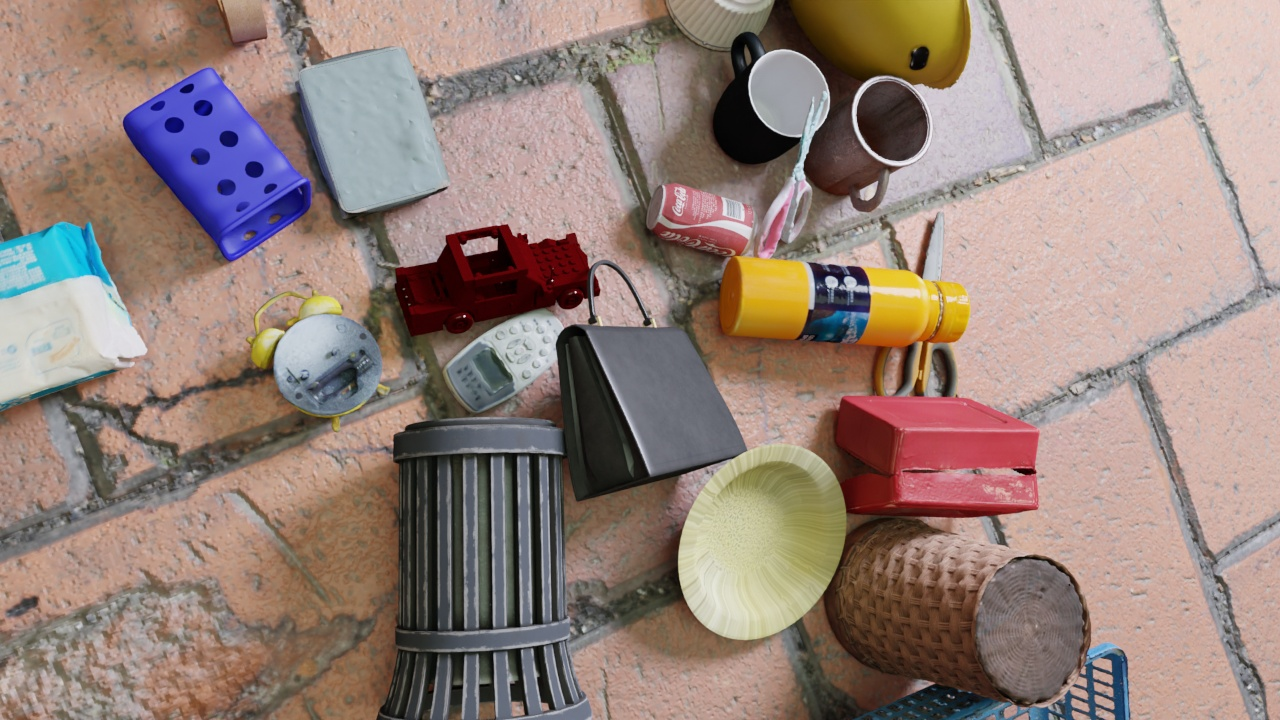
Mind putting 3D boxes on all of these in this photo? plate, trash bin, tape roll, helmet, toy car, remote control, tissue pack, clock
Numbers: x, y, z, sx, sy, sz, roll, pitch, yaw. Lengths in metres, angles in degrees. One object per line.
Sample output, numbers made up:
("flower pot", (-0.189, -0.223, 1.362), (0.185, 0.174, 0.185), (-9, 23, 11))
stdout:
("plate", (0.107, 0.163, 0.850), (0.184, 0.036, 0.184), (-5, 102, -27))
("trash bin", (-0.124, 0.165, 0.723), (0.164, 0.164, 0.227), (1, 80, -19))
("tape roll", (-0.330, -0.306, 0.741), (0.027, 0.094, 0.094), (-19, 90, -20))
("helmet", (0.213, -0.369, 0.885), (0.139, 0.209, 0.240), (-13, 91, -5))
("toy car", (-0.121, -0.074, 0.790), (0.169, 0.062, 0.070), (-14, 56, -20))
("remote control", (-0.117, -0.001, 0.811), (0.114, 0.028, 0.060), (-34, 94, -19))
("trash bin", (0.283, 0.221, 0.825), (0.151, 0.210, 0.151), (2, 83, -19))
("tissue pack", (-0.488, -0.015, 0.668), (0.209, 0.066, 0.117), (-23, 92, -19))
("clock", (-0.263, -0.004, 0.747), (0.083, 0.057, 0.119), (-41, 97, -18))

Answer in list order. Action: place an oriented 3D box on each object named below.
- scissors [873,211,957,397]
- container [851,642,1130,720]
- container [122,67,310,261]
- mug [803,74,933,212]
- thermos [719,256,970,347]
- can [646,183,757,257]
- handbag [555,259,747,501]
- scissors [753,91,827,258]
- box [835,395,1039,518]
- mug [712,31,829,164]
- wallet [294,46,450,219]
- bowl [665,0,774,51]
("scissors", (0.311, -0.049, 0.969), (0.114, 0.016, 0.228), (21, 78, -16))
("container", (0.283, 0.412, 0.841), (0.361, 0.089, 0.257), (-14, 104, -20))
("container", (-0.333, -0.153, 0.727), (0.084, 0.085, 0.113), (-41, 96, -20))
("mug", (0.221, -0.204, 0.910), (0.096, 0.110, 0.123), (7, 82, -13))
("thermos", (0.195, -0.055, 0.891), (0.232, 0.091, 0.076), (3, 96, -11))
("can", (0.058, -0.133, 0.873), (0.096, 0.054, 0.054), (13, 79, -17))
("handbag", (-0.004, 0.005, 0.787), (0.175, 0.072, 0.195), (-2, 72, -59))
("scissors", (0.153, -0.178, 0.864), (0.016, 0.179, 0.101), (32, 38, 24))
("box", (0.283, 0.087, 0.880), (0.157, 0.137, 0.126), (5, 81, -16))
("mug", (0.116, -0.257, 0.886), (0.085, 0.095, 0.121), (-19, 90, -20))
("wallet", (-0.228, -0.193, 0.785), (0.100, 0.054, 0.131), (-18, 91, -11))
("bowl", (0.087, -0.374, 0.907), (0.115, 0.063, 0.115), (2, 83, -18))
